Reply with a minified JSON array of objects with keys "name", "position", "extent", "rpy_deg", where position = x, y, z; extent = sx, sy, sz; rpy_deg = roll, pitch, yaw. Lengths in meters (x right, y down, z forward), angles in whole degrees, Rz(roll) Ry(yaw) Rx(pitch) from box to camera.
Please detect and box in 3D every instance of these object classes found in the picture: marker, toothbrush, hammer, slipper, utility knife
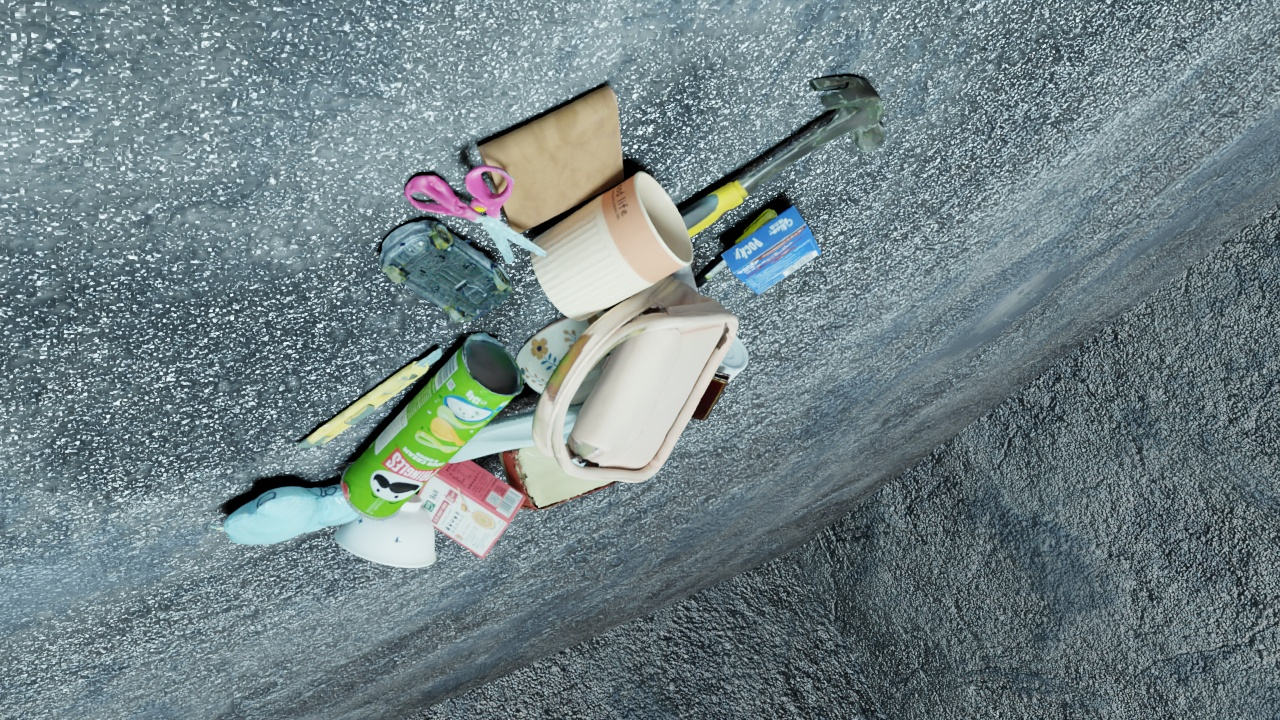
[{"name":"marker","position":[0.095,-0.113,0.941],"extent":[0.018,0.015,0.124],"rpy_deg":[-4,151,-47]},{"name":"toothbrush","position":[0.048,-0.068,0.969],"extent":[0.026,0.026,0.221],"rpy_deg":[-16,160,4]},{"name":"hammer","position":[0.070,-0.143,0.815],"extent":[0.324,0.032,0.126],"rpy_deg":[-32,159,9]},{"name":"slipper","position":[-0.087,0.086,0.986],"extent":[0.245,0.074,0.104],"rpy_deg":[-11,180,-16]},{"name":"utility knife","position":[-0.249,0.035,0.852],"extent":[0.173,0.019,0.031],"rpy_deg":[-38,164,12]}]

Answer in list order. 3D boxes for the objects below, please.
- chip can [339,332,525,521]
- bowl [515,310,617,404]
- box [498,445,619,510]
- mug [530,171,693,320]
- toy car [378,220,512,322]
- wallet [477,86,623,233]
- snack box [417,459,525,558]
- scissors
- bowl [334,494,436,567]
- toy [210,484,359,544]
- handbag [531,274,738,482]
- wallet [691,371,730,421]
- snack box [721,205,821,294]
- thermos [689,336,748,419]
[{"name":"chip can","position":[-0.207,0.070,0.897],"extent":[0.237,0.072,0.072],"rpy_deg":[-42,155,31]},{"name":"bowl","position":[-0.065,0.005,0.945],"extent":[0.113,0.062,0.114],"rpy_deg":[-25,160,-10]},{"name":"box","position":[-0.078,0.120,1.128],"extent":[0.168,0.091,0.079],"rpy_deg":[-16,-179,-31]},{"name":"mug","position":[-0.021,-0.095,0.747],"extent":[0.106,0.081,0.114],"rpy_deg":[-27,-164,22]},{"name":"toy car","position":[-0.148,-0.070,0.703],"extent":[0.054,0.036,0.120],"rpy_deg":[-33,149,14]},{"name":"wallet","position":[-0.060,-0.142,0.670],"extent":[0.101,0.020,0.115],"rpy_deg":[-27,162,-7]},{"name":"snack box","position":[-0.214,0.166,1.091],"extent":[0.113,0.127,0.044],"rpy_deg":[-52,-175,48]},{"name":"scissors","position":[-0.118,-0.100,0.663],"extent":[0.096,0.017,0.137],"rpy_deg":[-3,158,4]},{"name":"bowl","position":[-0.284,0.185,1.055],"extent":[0.118,0.118,0.065],"rpy_deg":[12,98,-60]},{"name":"toy","position":[-0.356,0.158,0.943],"extent":[0.156,0.049,0.162],"rpy_deg":[-17,164,-29]},{"name":"handbag","position":[-0.018,0.021,0.814],"extent":[0.193,0.093,0.233],"rpy_deg":[-64,161,15]},{"name":"wallet","position":[0.035,0.031,1.099],"extent":[0.122,0.020,0.097],"rpy_deg":[15,142,-7]},{"name":"snack box","position":[0.139,-0.111,0.952],"extent":[0.085,0.026,0.157],"rpy_deg":[-34,168,12]},{"name":"thermos","position":[0.051,0.045,1.181],"extent":[0.070,0.070,0.221],"rpy_deg":[-10,153,-41]}]
